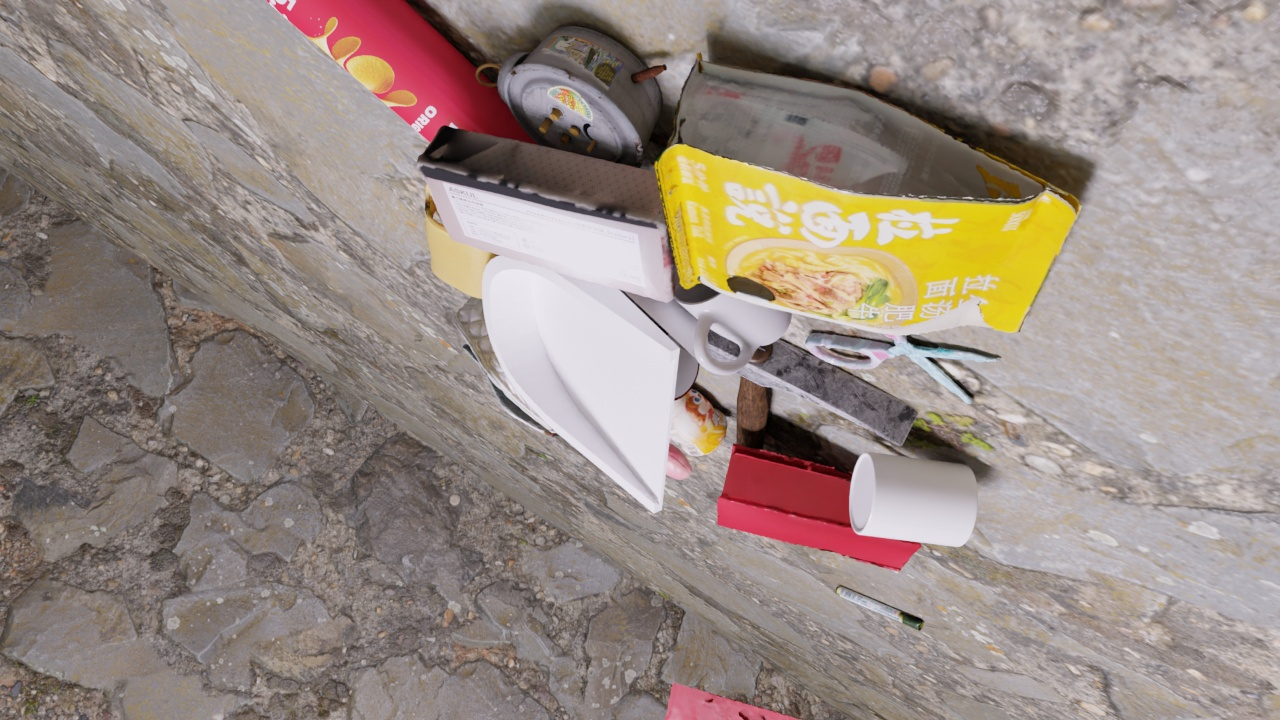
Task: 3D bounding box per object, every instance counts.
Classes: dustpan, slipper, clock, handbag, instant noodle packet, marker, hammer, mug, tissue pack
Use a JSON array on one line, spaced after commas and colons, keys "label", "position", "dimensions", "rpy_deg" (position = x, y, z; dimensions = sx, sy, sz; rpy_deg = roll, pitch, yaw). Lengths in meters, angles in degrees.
[{"label": "dustpan", "position": [-0.067, 0.000, 0.854], "dimensions": [0.257, 0.053, 0.192], "rpy_deg": [46, 145, 39]}, {"label": "slipper", "position": [-0.173, -0.104, 0.964], "dimensions": [0.099, 0.078, 0.264], "rpy_deg": [29, 162, 17]}, {"label": "clock", "position": [-0.048, -0.174, 0.613], "dimensions": [0.148, 0.056, 0.104], "rpy_deg": [23, 160, 22]}, {"label": "handbag", "position": [-0.159, 0.004, 1.125], "dimensions": [0.139, 0.072, 0.195], "rpy_deg": [49, 178, -39]}, {"label": "instant noodle packet", "position": [0.129, -0.079, 0.549], "dimensions": [0.222, 0.084, 0.163], "rpy_deg": [19, 160, 18]}, {"label": "marker", "position": [0.364, 0.377, 1.405], "dimensions": [0.147, 0.017, 0.017], "rpy_deg": [16, 155, 42]}, {"label": "hammer", "position": [0.148, 0.064, 0.930], "dimensions": [0.218, 0.037, 0.301], "rpy_deg": [27, 162, 16]}, {"label": "mug", "position": [0.071, -0.035, 0.694], "dimensions": [0.071, 0.107, 0.089], "rpy_deg": [-4, 150, 40]}, {"label": "mug", "position": [-0.005, 0.005, 0.927], "dimensions": [0.083, 0.105, 0.073], "rpy_deg": [11, 119, 48]}, {"label": "mug", "position": [0.241, 0.117, 0.834], "dimensions": [0.090, 0.074, 0.110], "rpy_deg": [7, -159, -2]}, {"label": "tissue pack", "position": [-0.055, -0.107, 0.644], "dimensions": [0.181, 0.071, 0.104], "rpy_deg": [13, 154, 14]}]

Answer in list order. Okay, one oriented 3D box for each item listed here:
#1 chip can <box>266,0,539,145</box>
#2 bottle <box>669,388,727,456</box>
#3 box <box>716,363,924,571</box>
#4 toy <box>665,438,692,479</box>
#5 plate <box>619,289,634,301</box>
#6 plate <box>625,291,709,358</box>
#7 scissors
[{"label": "chip can", "position": [-0.164, -0.212, 0.684], "dimensions": [0.220, 0.069, 0.069], "rpy_deg": [40, 160, -21]}, {"label": "bottle", "position": [0.048, 0.059, 1.037], "dimensions": [0.108, 0.063, 0.063], "rpy_deg": [42, 160, -28]}, {"label": "box", "position": [0.222, 0.103, 1.082], "dimensions": [0.213, 0.373, 0.148], "rpy_deg": [13, 124, 11]}, {"label": "toy", "position": [-0.009, 0.093, 1.178], "dimensions": [0.192, 0.096, 0.237], "rpy_deg": [29, 156, -17]}, {"label": "plate", "position": [-0.047, -0.105, 0.853], "dimensions": [0.178, 0.012, 0.179], "rpy_deg": [29, 161, 11]}, {"label": "plate", "position": [0.007, -0.063, 0.755], "dimensions": [0.174, 0.036, 0.174], "rpy_deg": [43, -177, -3]}, {"label": "scissors", "position": [0.185, -0.014, 0.707], "dimensions": [0.170, 0.013, 0.176], "rpy_deg": [35, 160, -16]}]
